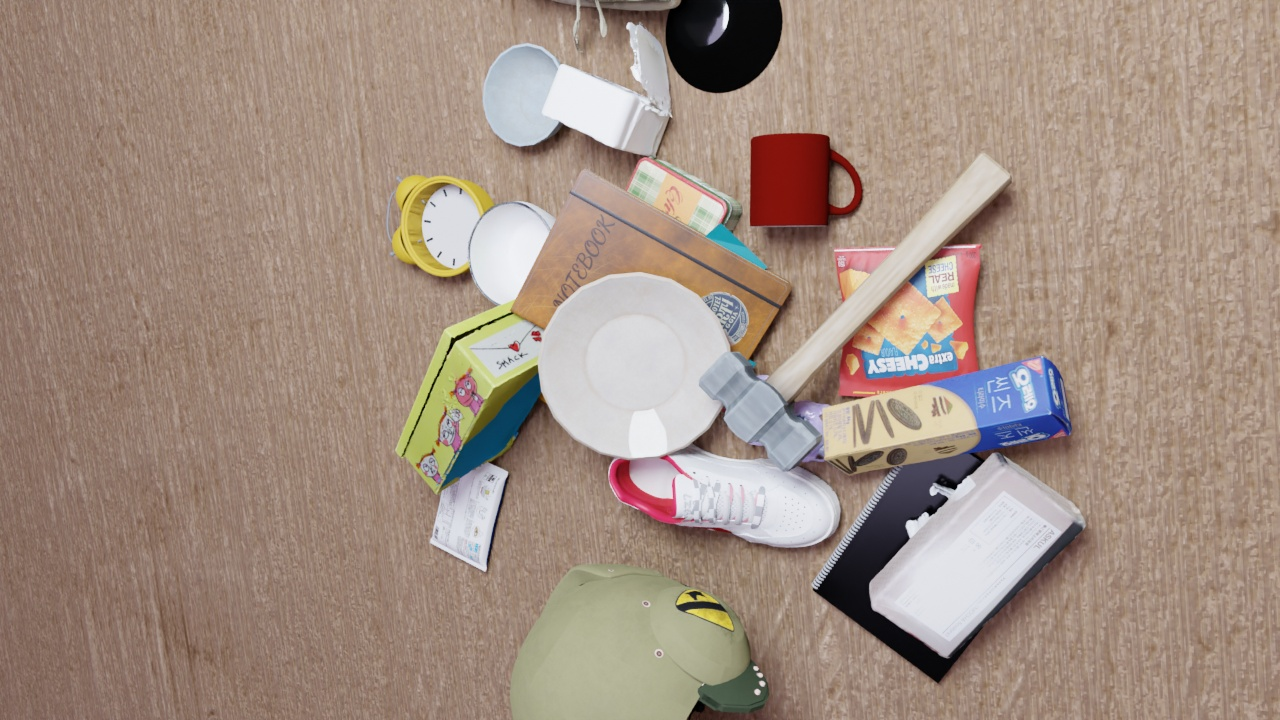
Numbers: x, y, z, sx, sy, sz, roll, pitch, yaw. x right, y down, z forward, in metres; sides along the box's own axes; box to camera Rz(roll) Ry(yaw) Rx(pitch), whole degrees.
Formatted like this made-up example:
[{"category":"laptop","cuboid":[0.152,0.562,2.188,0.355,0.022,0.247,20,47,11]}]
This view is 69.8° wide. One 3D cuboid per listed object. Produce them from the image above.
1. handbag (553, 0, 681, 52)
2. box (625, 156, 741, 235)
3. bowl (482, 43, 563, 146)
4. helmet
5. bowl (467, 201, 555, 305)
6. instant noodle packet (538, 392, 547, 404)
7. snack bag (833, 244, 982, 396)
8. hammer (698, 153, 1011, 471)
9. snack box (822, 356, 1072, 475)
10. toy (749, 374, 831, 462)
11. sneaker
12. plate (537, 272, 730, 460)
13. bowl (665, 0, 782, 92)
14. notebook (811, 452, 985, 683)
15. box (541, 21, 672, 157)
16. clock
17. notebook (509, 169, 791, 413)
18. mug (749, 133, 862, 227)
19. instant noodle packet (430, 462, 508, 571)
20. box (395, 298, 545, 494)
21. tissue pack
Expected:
[{"category":"handbag","cuboid":[-0.057,-0.372,0.869,0.229,0.183,0.132,17,103,26]},{"category":"box","cuboid":[0.011,-0.096,0.953,0.118,0.050,0.206,34,110,18]},{"category":"bowl","cuboid":[-0.116,-0.285,0.996,0.106,0.039,0.106,4,99,27]},{"category":"helmet","cuboid":[-0.005,0.311,0.889,0.233,0.255,0.251,29,107,17]},{"category":"bowl","cuboid":[-0.125,-0.116,1.009,0.116,0.065,0.116,4,99,26]},{"category":"instant noodle packet","cuboid":[-0.089,0.008,1.013,0.135,0.039,0.099,34,130,19]},{"category":"snack bag","cuboid":[0.246,-0.034,0.845,0.131,0.039,0.144,2,107,25]},{"category":"hammer","cuboid":[0.196,-0.048,0.815,0.117,0.051,0.323,46,106,15]},{"category":"snack box","cuboid":[0.265,0.053,0.815,0.207,0.057,0.056,-17,55,35]},{"category":"toy","cuboid":[0.142,0.057,0.912,0.100,0.036,0.080,12,110,26]},{"category":"sneaker","cuboid":[0.074,0.139,0.921,0.237,0.104,0.090,17,104,24]},{"category":"plate","cuboid":[-0.006,0.005,0.906,0.189,0.027,0.189,1,105,3]},{"category":"bowl","cuboid":[0.070,-0.327,0.887,0.124,0.052,0.124,4,99,27]},{"category":"notebook","cuboid":[0.277,0.184,0.875,0.149,0.016,0.207,35,111,18]},{"category":"box","cuboid":[-0.016,-0.280,0.908,0.103,0.109,0.130,29,110,21]},{"category":"clock","cuboid":[-0.233,-0.158,1.068,0.152,0.052,0.113,12,103,20]},{"category":"notebook","cuboid":[0.020,-0.065,0.908,0.249,0.014,0.179,28,109,-4]},{"category":"mug","cuboid":[0.156,-0.168,0.862,0.105,0.073,0.082,-1,98,-2]},{"category":"instant noodle packet","cuboid":[-0.210,0.180,1.116,0.087,0.026,0.134,21,106,23]},{"category":"box","cuboid":[-0.174,0.041,0.991,0.082,0.124,0.222,48,137,11]},{"category":"tissue pack","cuboid":[0.293,0.169,0.827,0.104,0.071,0.182,35,114,0]}]
